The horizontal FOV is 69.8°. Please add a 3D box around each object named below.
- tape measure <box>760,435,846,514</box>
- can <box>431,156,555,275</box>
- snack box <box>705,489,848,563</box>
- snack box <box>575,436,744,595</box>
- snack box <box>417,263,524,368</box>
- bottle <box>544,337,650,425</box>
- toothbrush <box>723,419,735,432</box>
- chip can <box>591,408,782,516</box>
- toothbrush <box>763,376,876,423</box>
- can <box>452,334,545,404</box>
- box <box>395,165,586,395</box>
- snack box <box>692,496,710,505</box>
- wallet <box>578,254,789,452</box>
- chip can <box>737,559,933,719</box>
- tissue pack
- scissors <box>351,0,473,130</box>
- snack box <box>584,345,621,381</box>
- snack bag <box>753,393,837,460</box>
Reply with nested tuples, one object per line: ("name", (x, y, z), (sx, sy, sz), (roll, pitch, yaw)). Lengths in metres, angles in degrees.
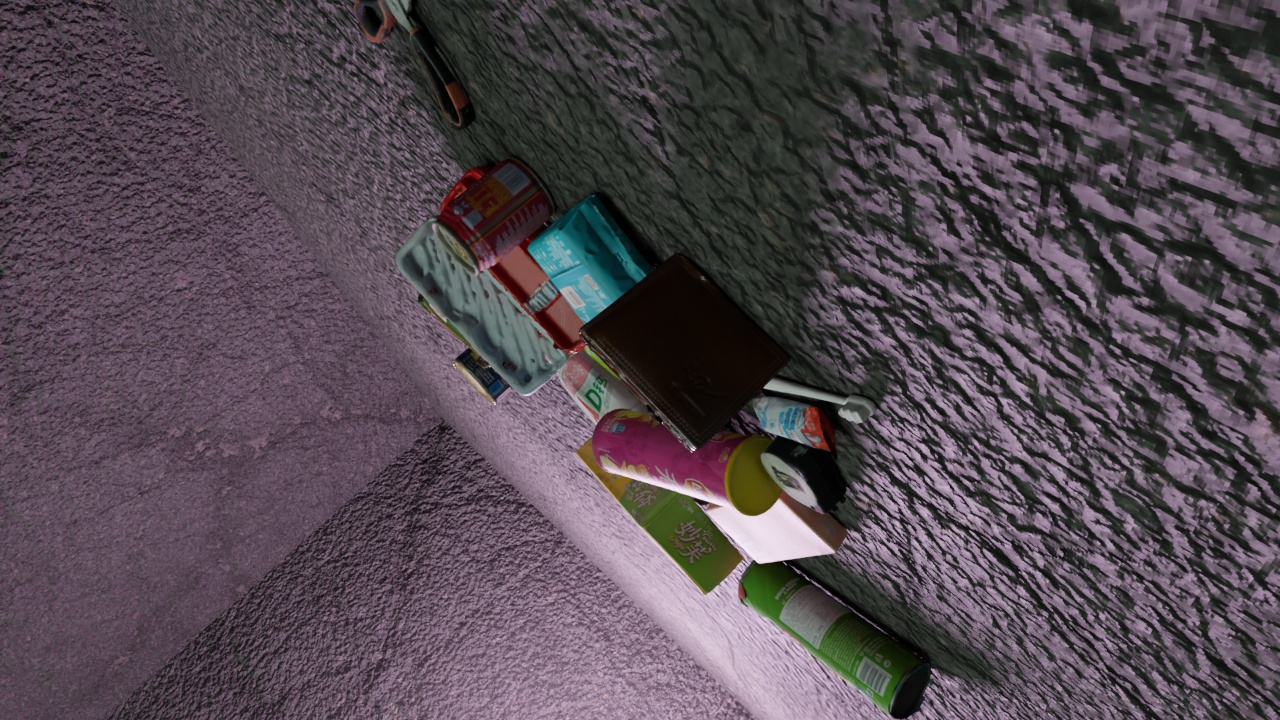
("tape measure", (0.135, 0.092, 0.773), (0.066, 0.033, 0.066), (24, 151, 55))
("can", (-0.131, -0.128, 0.817), (0.066, 0.093, 0.067), (43, 164, 15))
("snack box", (0.130, 0.159, 0.909), (0.084, 0.026, 0.158), (44, 154, -4))
("snack box", (0.021, 0.182, 1.165), (0.158, 0.070, 0.210), (51, 173, -31))
("snack box", (-0.176, -0.067, 1.005), (0.118, 0.117, 0.105), (44, 179, -4))
("bottle", (-0.039, 0.038, 1.052), (0.197, 0.068, 0.068), (45, 165, 23))
("toothbrush", (0.114, 0.109, 0.904), (0.018, 0.015, 0.181), (-3, 131, 47))
("chip can", (0.039, 0.093, 0.881), (0.211, 0.071, 0.071), (7, 139, 52))
("toothbrush", (0.112, 0.023, 0.693), (0.016, 0.016, 0.180), (56, 163, -23))
("can", (-0.165, -0.007, 1.126), (0.075, 0.111, 0.075), (43, 164, 15))
("box", (-0.136, -0.075, 0.914), (0.201, 0.039, 0.158), (47, 126, -5))
("snack box", (0.070, 0.129, 1.051), (0.077, 0.027, 0.156), (46, 165, 0))
("wallet", (0.032, -0.008, 0.671), (0.124, 0.101, 0.032), (45, 163, 7))
("chip can", (0.212, 0.303, 1.028), (0.236, 0.072, 0.072), (29, 157, 48))
("tissue pack", (-0.040, -0.082, 0.770), (0.093, 0.050, 0.134), (52, 164, -12))
("scissors", (-0.196, -0.278, 0.760), (0.189, 0.015, 0.226), (52, 164, -18))
("snack box", (-0.006, 0.006, 0.944), (0.156, 0.026, 0.086), (38, 163, 28))
("snack bag", (0.119, 0.047, 0.719), (0.104, 0.026, 0.048), (17, 135, 60))
